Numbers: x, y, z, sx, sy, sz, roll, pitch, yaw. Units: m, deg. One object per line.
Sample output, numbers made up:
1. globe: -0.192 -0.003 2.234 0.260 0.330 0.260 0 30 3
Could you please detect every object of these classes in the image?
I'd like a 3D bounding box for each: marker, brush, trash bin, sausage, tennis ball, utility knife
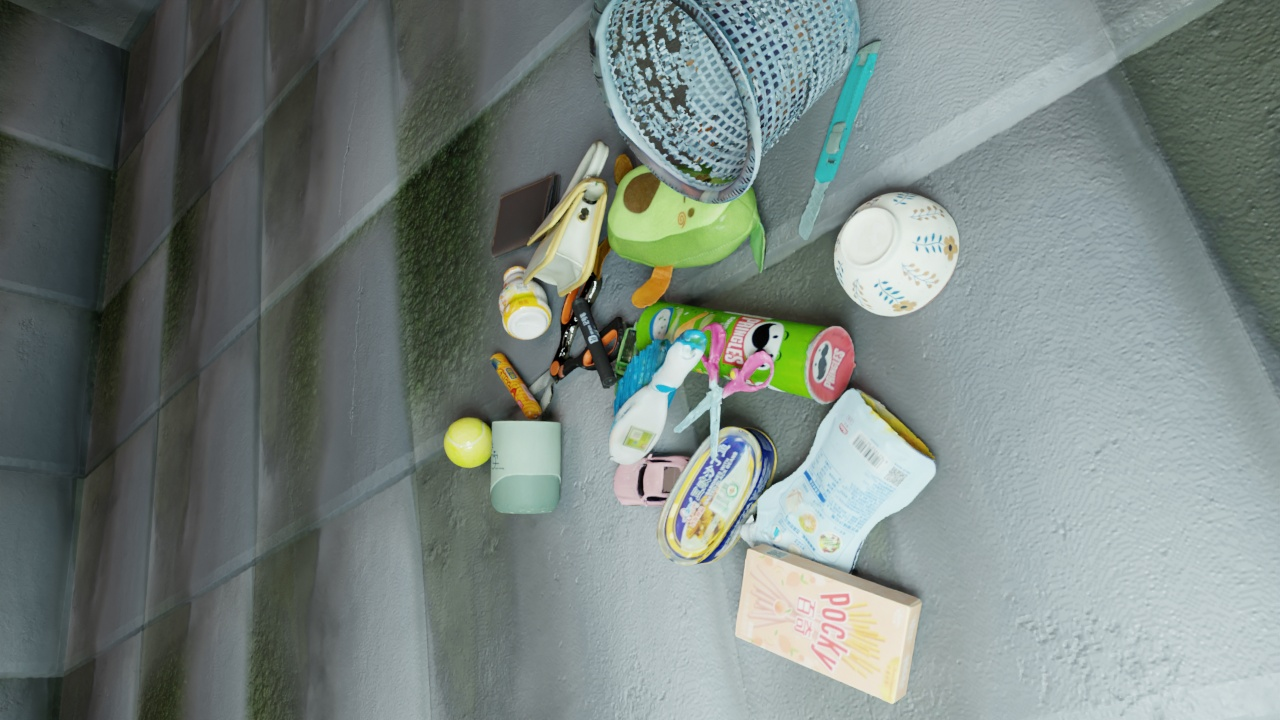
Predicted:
1. marker: -0.054 -0.022 1.063 0.022 0.020 0.132 103 153 -46
2. brush: 0.018 0.021 0.870 0.315 0.060 0.109 115 172 -55
3. trash bin: 0.095 -0.296 0.884 0.194 0.227 0.227 -37 40 -22
4. sausage: -0.161 0.031 1.175 0.021 0.021 0.165 -60 38 13
5. tennis ball: -0.223 0.107 1.195 0.066 0.065 0.065 -16 67 41
6. utility knife: 0.196 -0.220 0.915 0.029 0.013 0.209 20 92 46

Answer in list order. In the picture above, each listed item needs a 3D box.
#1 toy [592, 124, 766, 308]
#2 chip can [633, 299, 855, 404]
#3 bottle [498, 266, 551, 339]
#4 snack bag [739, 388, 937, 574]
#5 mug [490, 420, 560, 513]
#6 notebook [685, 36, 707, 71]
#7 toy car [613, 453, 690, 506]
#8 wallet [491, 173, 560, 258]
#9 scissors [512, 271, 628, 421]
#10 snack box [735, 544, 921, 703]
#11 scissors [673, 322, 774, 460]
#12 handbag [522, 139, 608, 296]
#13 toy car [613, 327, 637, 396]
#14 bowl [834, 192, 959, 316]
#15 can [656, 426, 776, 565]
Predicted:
1. toy: 0.033 -0.159 1.003 0.247 0.090 0.226 8 77 44
2. chip can: 0.095 -0.014 0.912 0.236 0.072 0.072 13 87 47
3. bottle: -0.152 -0.077 1.184 0.063 0.063 0.108 -48 38 24
4. snack bag: 0.169 0.127 0.817 0.110 0.038 0.191 44 114 25
5. mug: -0.141 0.126 1.096 0.112 0.082 0.106 170 100 -66
6. notebook: 0.147 -0.389 1.019 0.208 0.008 0.147 -54 47 19
7. toy car: 0.014 0.129 0.975 0.123 0.037 0.056 -8 71 44
8. wallet: -0.159 -0.198 1.258 0.123 0.020 0.096 -11 66 44
9. scissors: -0.088 -0.009 1.132 0.221 0.021 0.221 -16 65 47
10. snack box: 0.157 0.222 0.788 0.157 0.026 0.084 12 99 40
11. scissors: 0.070 0.023 0.866 0.134 0.017 0.128 -44 56 32
12. handbag: -0.086 -0.175 1.104 0.163 0.063 0.178 166 120 -71
13. toy car: -0.006 0.006 1.033 0.043 0.036 0.091 10 89 44
14. bowl: 0.219 -0.102 0.823 0.114 0.062 0.113 -18 65 41
15. can: 0.074 0.131 0.888 0.074 0.049 0.148 34 98 26
